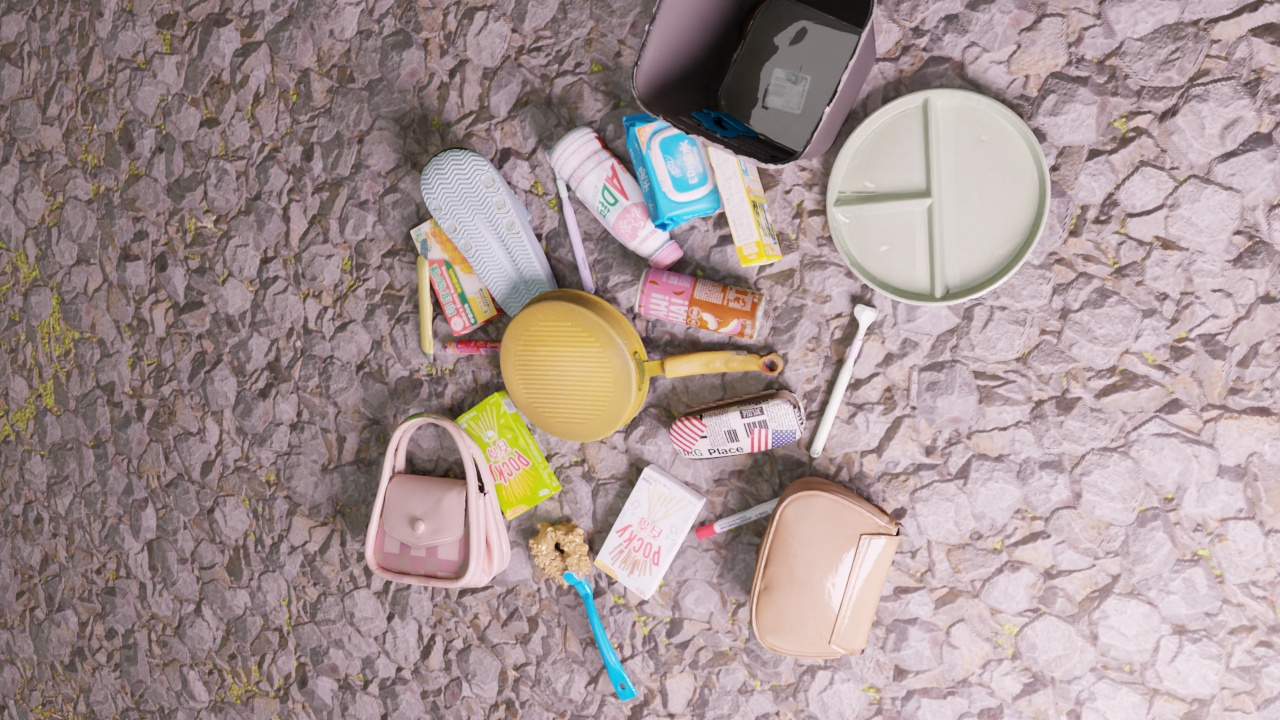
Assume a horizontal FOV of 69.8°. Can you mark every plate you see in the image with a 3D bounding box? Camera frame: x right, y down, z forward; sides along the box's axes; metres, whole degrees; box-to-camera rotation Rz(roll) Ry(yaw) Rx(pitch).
[{"bbox_3d":[0.317,-0.174,0.990,0.230,0.027,0.230,3,99,21],"label":"plate"}]

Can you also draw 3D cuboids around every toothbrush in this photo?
[{"bbox_3d":[-0.085,-0.174,1.157,0.021,0.029,0.189,-7,98,63],"label":"toothbrush"},{"bbox_3d":[0.231,0.026,1.058,0.029,0.020,0.190,13,106,-13],"label":"toothbrush"}]

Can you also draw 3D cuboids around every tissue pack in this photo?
[{"bbox_3d":[0.041,-0.224,1.056,0.090,0.063,0.140,-18,90,-11],"label":"tissue pack"}]

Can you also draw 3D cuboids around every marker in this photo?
[{"bbox_3d":[0.132,0.189,1.121,0.145,0.017,0.017,-26,87,23],"label":"marker"}]

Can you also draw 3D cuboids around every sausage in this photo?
[{"bbox_3d":[-0.200,-0.016,1.223,0.156,0.020,0.020,3,98,21],"label":"sausage"}]

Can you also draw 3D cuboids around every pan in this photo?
[{"bbox_3d":[-0.007,0.007,1.127,0.358,0.078,0.198,3,114,25],"label":"pan"}]

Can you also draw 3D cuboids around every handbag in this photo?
[{"bbox_3d":[0.208,0.240,1.058,0.148,0.099,0.205,16,103,11],"label":"handbag"},{"bbox_3d":[-0.278,0.185,1.240,0.194,0.093,0.234,0,93,29],"label":"handbag"}]

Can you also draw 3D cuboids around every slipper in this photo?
[{"bbox_3d":[-0.180,-0.162,1.170,0.104,0.074,0.245,-26,103,22],"label":"slipper"}]

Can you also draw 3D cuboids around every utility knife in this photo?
[{"bbox_3d":[-0.291,-0.081,1.234,0.031,0.019,0.177,23,125,38],"label":"utility knife"}]

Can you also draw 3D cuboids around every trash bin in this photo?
[{"bbox_3d":[0.134,-0.306,0.942,0.199,0.219,0.199,30,106,15],"label":"trash bin"}]

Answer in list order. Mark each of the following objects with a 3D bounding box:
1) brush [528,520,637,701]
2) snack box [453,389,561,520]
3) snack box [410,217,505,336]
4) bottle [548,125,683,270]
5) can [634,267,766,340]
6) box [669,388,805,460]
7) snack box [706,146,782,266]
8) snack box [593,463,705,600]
[{"bbox_3d":[-0.069,0.323,1.199,0.083,0.045,0.254,-29,80,19],"label":"brush"},{"bbox_3d":[-0.179,0.127,1.232,0.086,0.026,0.156,-32,85,23],"label":"snack box"},{"bbox_3d":[-0.243,-0.119,1.222,0.077,0.027,0.155,-24,88,25],"label":"snack box"},{"bbox_3d":[-0.026,-0.190,1.107,0.068,0.068,0.197,-41,86,21],"label":"bottle"},{"bbox_3d":[0.070,-0.067,1.072,0.147,0.057,0.058,13,102,6],"label":"can"},{"bbox_3d":[0.112,0.084,1.083,0.164,0.076,0.075,-12,98,20],"label":"box"},{"bbox_3d":[0.119,-0.177,1.037,0.034,0.086,0.140,-18,91,22],"label":"snack box"},{"bbox_3d":[0.011,0.218,1.168,0.085,0.026,0.157,32,107,15],"label":"snack box"}]
